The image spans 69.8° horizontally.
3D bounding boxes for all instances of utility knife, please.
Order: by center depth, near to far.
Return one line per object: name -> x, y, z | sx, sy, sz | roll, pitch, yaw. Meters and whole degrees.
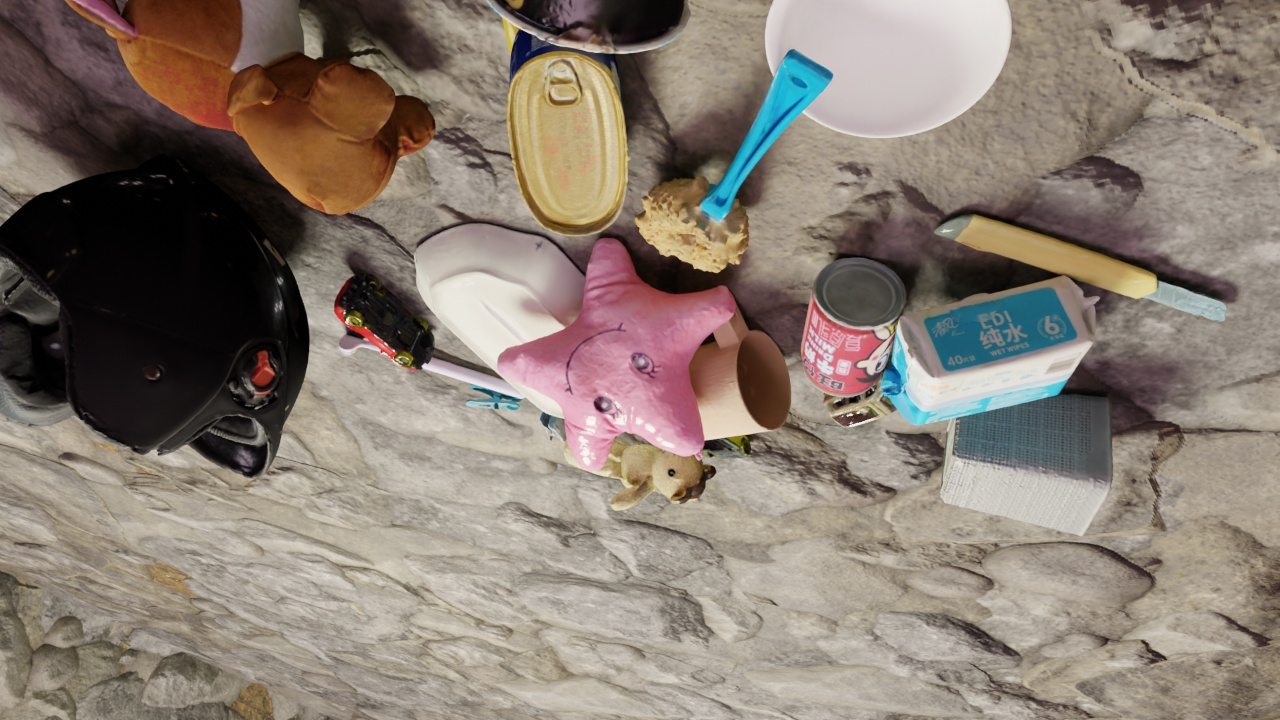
utility knife -> 0.301, -0.061, 0.618 | 0.207, 0.021, 0.031 | 22, 151, 1

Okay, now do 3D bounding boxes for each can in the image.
can -> -0.045, -0.147, 0.587 | 0.074, 0.049, 0.148 | -4, 145, 0
can -> 0.156, -0.022, 0.685 | 0.066, 0.066, 0.094 | 9, 146, 8

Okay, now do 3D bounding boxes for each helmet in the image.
helmet -> -0.388, -0.026, 0.748 | 0.234, 0.229, 0.275 | 6, 146, 39

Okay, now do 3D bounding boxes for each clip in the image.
clip -> -0.148, 0.038, 0.929 | 0.056, 0.040, 0.014 | 9, 147, -2
clip -> -0.088, 0.067, 0.944 | 0.033, 0.025, 0.057 | 11, 150, 15

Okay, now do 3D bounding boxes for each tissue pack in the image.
tissue pack -> 0.244, -0.006, 0.648 | 0.140, 0.063, 0.090 | -14, 153, 2

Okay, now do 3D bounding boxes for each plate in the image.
plate -> -0.089, -0.017, 0.816 | 0.162, 0.034, 0.266 | -11, 138, 33

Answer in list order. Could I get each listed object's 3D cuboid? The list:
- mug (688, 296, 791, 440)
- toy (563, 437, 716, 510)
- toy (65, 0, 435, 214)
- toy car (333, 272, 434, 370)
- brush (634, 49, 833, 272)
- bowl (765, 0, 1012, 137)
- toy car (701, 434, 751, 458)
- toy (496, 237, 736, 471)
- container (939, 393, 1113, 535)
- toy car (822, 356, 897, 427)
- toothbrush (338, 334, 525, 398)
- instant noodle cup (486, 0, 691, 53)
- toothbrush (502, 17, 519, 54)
mug -> 0.053, 0.009, 0.770 | 0.104, 0.084, 0.125 | -14, 112, 38
toy -> -0.005, 0.097, 0.901 | 0.157, 0.104, 0.066 | 16, 129, 31
toy -> -0.236, -0.182, 0.570 | 0.199, 0.130, 0.140 | 26, -176, 3
toy car -> -0.232, -0.032, 0.837 | 0.031, 0.049, 0.106 | -14, 136, 37
brush -> 0.056, -0.114, 0.559 | 0.083, 0.045, 0.255 | 30, 161, -4
bowl -> 0.128, -0.181, 0.473 | 0.118, 0.064, 0.118 | 10, 145, 7
toy car -> 0.069, 0.069, 0.880 | 0.048, 0.032, 0.105 | -8, 151, 34
toy -> -0.004, 0.004, 0.725 | 0.178, 0.074, 0.195 | 46, 111, 1
container -> 0.312, 0.077, 0.751 | 0.114, 0.090, 0.090 | 9, 145, 14
toy car -> 0.198, 0.028, 0.770 | 0.042, 0.035, 0.091 | 34, 139, -28
toothbrush -> -0.203, 0.008, 0.909 | 0.189, 0.029, 0.021 | 16, 108, -3
instant noodle cup -> -0.016, -0.228, 0.436 | 0.111, 0.111, 0.121 | 16, 138, -2
toothbrush -> -0.079, -0.198, 0.572 | 0.016, 0.016, 0.190 | 7, 145, 13
